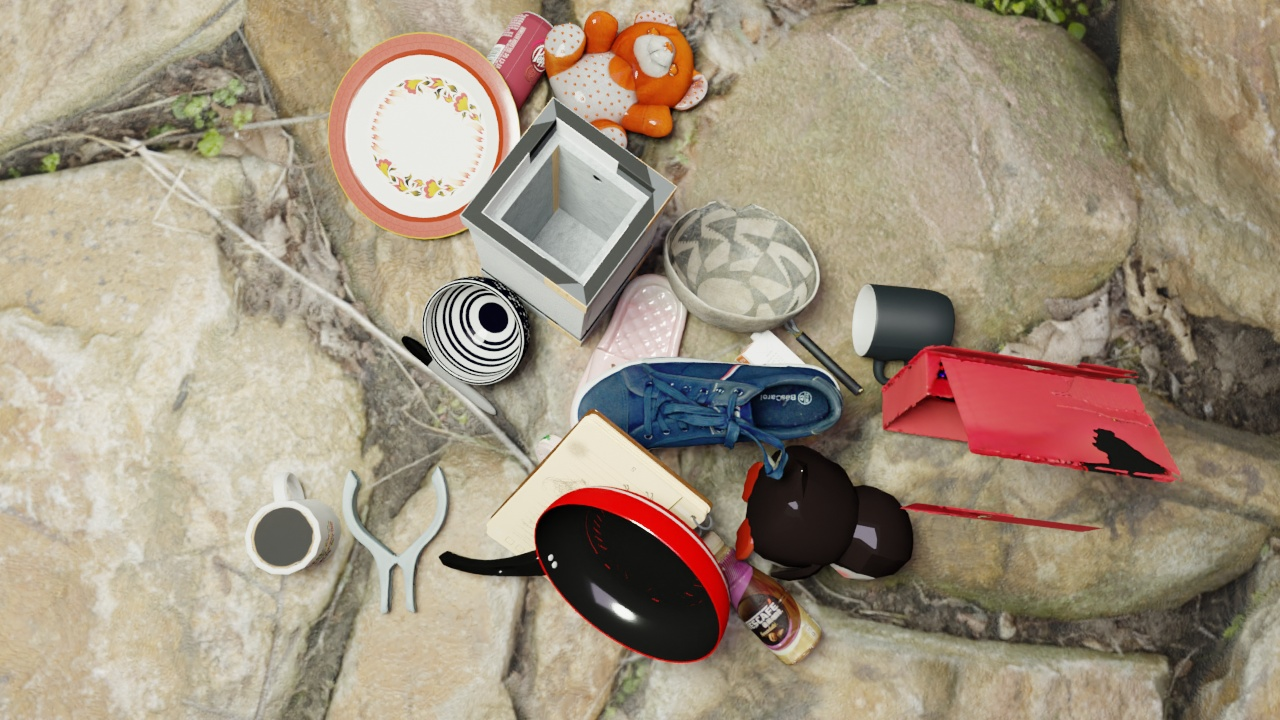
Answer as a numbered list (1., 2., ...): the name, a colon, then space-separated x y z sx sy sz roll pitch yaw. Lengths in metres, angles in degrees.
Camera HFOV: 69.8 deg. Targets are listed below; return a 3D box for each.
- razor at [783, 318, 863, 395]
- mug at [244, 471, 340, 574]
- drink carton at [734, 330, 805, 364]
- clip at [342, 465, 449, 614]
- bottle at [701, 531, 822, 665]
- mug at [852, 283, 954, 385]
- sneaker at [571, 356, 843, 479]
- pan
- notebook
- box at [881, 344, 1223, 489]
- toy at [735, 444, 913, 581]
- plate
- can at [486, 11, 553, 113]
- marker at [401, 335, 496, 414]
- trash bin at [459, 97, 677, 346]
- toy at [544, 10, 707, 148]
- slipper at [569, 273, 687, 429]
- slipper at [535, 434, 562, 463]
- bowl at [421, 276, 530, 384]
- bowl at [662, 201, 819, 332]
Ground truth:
1. razor: 0.209 -0.012 1.087 0.144 0.022 0.042 48 42 -2
2. mug: -0.371 0.171 0.979 0.073 0.090 0.105 -10 84 -6
3. drink carton: 0.166 0.019 1.058 0.122 0.058 0.040 43 81 1
4. clip: -0.242 0.186 1.020 0.159 0.030 0.173 -19 85 -5
5. bottle: 0.126 0.261 1.026 0.059 0.060 0.166 -43 84 -9
6. mug: 0.303 -0.026 1.070 0.094 0.085 0.122 5 111 -4
7. sneaker: 0.071 0.057 0.965 0.294 0.127 0.121 -3 95 2
8. pan: -0.068 0.208 0.935 0.067 0.357 0.209 -48 126 -41
9. notebook: -0.047 0.168 0.958 0.167 0.226 0.024 39 37 -5
10. box: 0.400 0.042 0.946 0.211 0.318 0.121 9 90 -6
11. toy: 0.217 0.173 1.002 0.184 0.140 0.158 20 56 -10
12. plate: -0.247 -0.255 1.053 0.230 0.021 0.230 1 98 9
13. can: -0.146 -0.346 1.075 0.063 0.063 0.114 30 81 -1
14. marker: -0.218 0.017 1.045 0.138 0.022 0.016 39 76 2
15. trash bin: -0.076 -0.130 0.961 0.142 0.247 0.142 36 81 0
16. toy: -0.013 -0.332 1.070 0.172 0.093 0.164 -28 93 -10
17. slipper: -0.006 0.006 1.048 0.107 0.056 0.221 20 81 -4
18. slipper: -0.007 0.152 1.006 0.239 0.094 0.064 41 65 -3
19. bowl: -0.175 -0.040 1.027 0.120 0.066 0.120 5 111 14
20. bowl: 0.107 -0.092 1.047 0.178 0.081 0.178 6 52 -7
